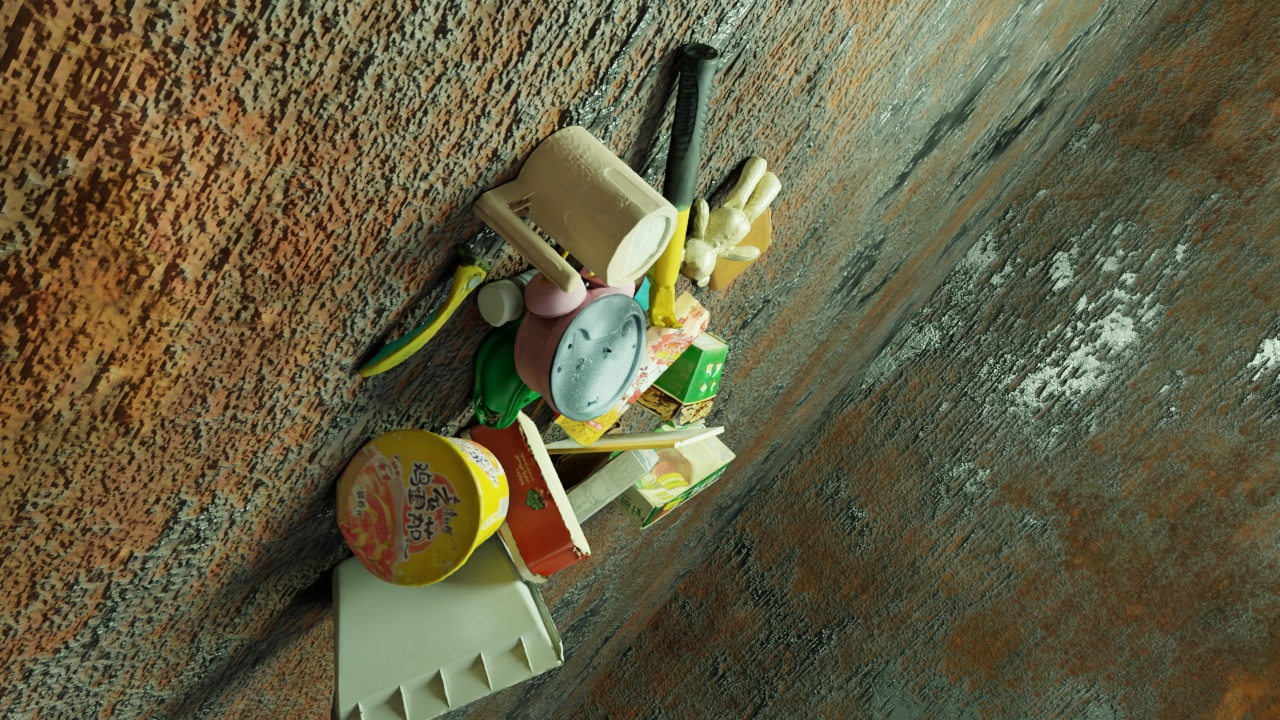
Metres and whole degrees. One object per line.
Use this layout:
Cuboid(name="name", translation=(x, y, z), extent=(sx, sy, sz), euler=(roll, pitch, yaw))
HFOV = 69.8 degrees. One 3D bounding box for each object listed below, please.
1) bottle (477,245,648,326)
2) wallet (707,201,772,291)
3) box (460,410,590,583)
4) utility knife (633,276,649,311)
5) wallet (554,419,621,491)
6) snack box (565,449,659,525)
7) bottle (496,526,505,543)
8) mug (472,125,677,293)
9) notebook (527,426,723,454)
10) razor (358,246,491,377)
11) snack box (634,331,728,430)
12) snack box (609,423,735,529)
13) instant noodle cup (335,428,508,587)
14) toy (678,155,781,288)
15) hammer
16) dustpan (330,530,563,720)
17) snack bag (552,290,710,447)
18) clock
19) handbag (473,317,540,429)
Cuboid(name="bottle", translation=(-0.066, -0.072, 0.838), extent=(0.194, 0.044, 0.080), euler=(-24, 142, -48))
Cuboid(name="wallet", translation=(0.126, -0.147, 1.124), extent=(0.119, 0.035, 0.131), euler=(-45, 163, -6))
Cuboid(name="box", translation=(-0.110, 0.134, 0.947), extent=(0.080, 0.168, 0.091), euler=(-27, 161, 0))
Cuboid(name="utility knife", translation=(-0.001, -0.084, 1.006), extent=(0.029, 0.013, 0.151), euler=(-49, 162, -4))
Cuboid(name="wallet", translation=(-0.080, 0.140, 1.291), extent=(0.115, 0.020, 0.101), euler=(-31, 155, -34))
Cuboid(name="snack box", translation=(-0.062, 0.177, 1.231), extent=(0.178, 0.046, 0.182), euler=(-38, 176, 4))
Cuboid(name="bottle", translation=(-0.178, 0.259, 1.259), extent=(0.066, 0.067, 0.150), euler=(-41, 168, -19))
Cuboid(name="mug", translation=(-0.048, -0.110, 0.704), extent=(0.124, 0.103, 0.084), euler=(-34, 157, -36))
Cuboid(name="notebook", translation=(-0.019, 0.100, 1.128), extent=(0.207, 0.010, 0.145), euler=(-5, -179, 28))
Cuboid(name="razor", translation=(-0.170, -0.032, 0.719), extent=(0.132, 0.028, 0.043), euler=(-45, 165, 0))
Cuboid(name="snack box", translation=(0.044, 0.009, 1.171), extent=(0.117, 0.118, 0.106), euler=(-11, 127, -61))
Cuboid(name="snack box", translation=(0.043, 0.172, 1.476), extent=(0.239, 0.114, 0.063), euler=(-24, 152, -51))
Cuboid(name="instant noodle cup", translation=(-0.191, 0.129, 0.850), extent=(0.138, 0.138, 0.109), euler=(-50, 171, 7))
Cuboid(name="toy", translation=(0.094, -0.155, 1.013), extent=(0.157, 0.066, 0.105), euler=(-51, 129, 0))
Cuboid(name="hammer", translation=(0.034, -0.148, 0.852), extent=(0.033, 0.128, 0.301), euler=(2, 136, -5))
Cuboid(name="dustpan", translation=(-0.208, 0.271, 0.953), extent=(0.222, 0.257, 0.143), euler=(-20, 140, -9))
Cuboid(name="snack bag", translation=(-0.006, 0.006, 1.042), extent=(0.208, 0.073, 0.128), euler=(-41, 164, 7))
Cuboid(name="clock", translation=(-0.052, -0.029, 0.788), extent=(0.117, 0.060, 0.159), euler=(-18, 125, -46))
Cuboid(name="handbag", translation=(-0.096, 0.008, 0.897), extent=(0.131, 0.068, 0.120), euler=(-30, 156, -41))
